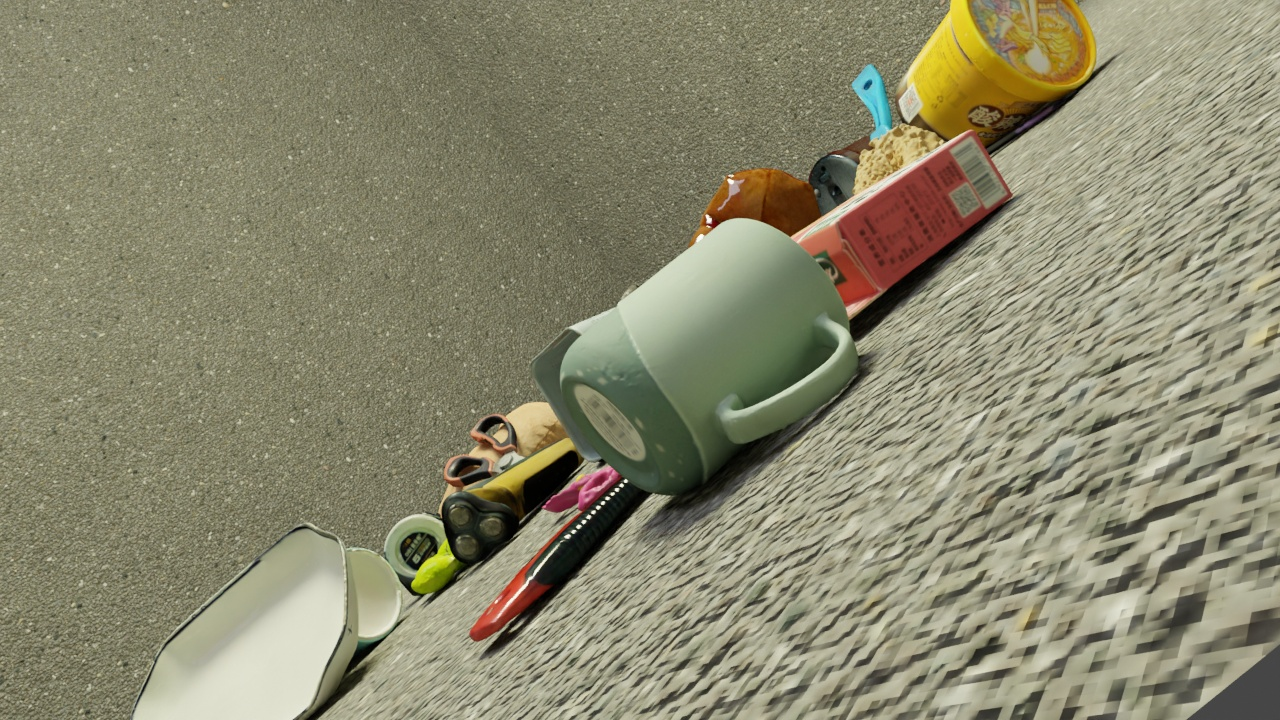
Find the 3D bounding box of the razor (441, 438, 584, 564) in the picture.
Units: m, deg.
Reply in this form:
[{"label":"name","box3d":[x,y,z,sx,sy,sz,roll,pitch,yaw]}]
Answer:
[{"label":"razor","box3d":[-0.100,0.110,0.779,0.068,0.062,0.167,-1,18,31]}]

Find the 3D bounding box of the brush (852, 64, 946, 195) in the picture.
[{"label":"brush","box3d":[0.193,-0.178,0.723,0.083,0.046,0.254,-50,19,32]}]

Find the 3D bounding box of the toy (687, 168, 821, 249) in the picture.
[{"label":"toy","box3d":[0.110,-0.094,0.792,0.199,0.140,0.130,-41,-39,-79]}]

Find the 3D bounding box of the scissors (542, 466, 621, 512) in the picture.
[{"label":"scissors","box3d":[-0.017,0.070,0.593,0.134,0.017,0.134,-34,-1,22]}]

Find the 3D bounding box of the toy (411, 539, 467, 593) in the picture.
[{"label":"toy","box3d":[-0.154,0.162,0.786,0.100,0.031,0.097,-44,4,-20]}]

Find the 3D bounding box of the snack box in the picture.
[{"label":"snack box","box3d":[0.115,-0.061,0.499,0.127,0.044,0.113,-34,4,-22]}]

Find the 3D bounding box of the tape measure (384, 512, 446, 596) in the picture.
[{"label":"tape measure","box3d":[-0.202,0.174,0.848,0.065,0.066,0.034,-39,1,-12]}]

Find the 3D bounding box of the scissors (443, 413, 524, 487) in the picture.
[{"label":"scissors","box3d":[-0.147,0.111,0.924,0.199,0.015,0.204,-29,29,22]}]

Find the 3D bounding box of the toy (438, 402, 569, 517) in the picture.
[{"label":"toy","box3d":[-0.164,0.133,1.023,0.225,0.082,0.143,-44,6,-13]}]

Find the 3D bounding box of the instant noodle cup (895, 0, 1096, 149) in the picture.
[{"label":"instant noodle cup","box3d":[0.274,-0.230,0.732,0.118,0.118,0.115,-40,-5,-30]}]

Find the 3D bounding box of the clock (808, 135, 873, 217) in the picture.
[{"label":"clock","box3d":[0.192,-0.151,0.822,0.055,0.082,0.122,-35,1,-22]}]

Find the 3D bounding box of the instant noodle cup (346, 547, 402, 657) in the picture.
[{"label":"instant noodle cup","box3d":[-0.269,0.213,0.777,0.121,0.111,0.111,-30,6,32]}]

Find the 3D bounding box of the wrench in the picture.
[{"label":"wrench","box3d":[0.010,0.052,0.482,0.272,0.016,0.056,-40,2,-37]}]

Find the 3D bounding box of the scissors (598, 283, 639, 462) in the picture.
[{"label":"scissors","box3d":[-0.033,0.028,0.822,0.227,0.021,0.221,-84,9,-57]}]

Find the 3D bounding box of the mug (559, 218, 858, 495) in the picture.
[{"label":"mug","box3d":[0.034,0.003,0.390,0.106,0.082,0.112,-39,33,-24]}]

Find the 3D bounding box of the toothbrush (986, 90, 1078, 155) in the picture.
[{"label":"toothbrush","box3d":[0.250,-0.151,0.714,0.189,0.017,0.014,-36,3,33]}]

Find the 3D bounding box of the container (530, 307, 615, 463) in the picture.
[{"label":"container","box3d":[-0.004,0.004,0.682,0.111,0.090,0.090,-31,-3,-35]}]

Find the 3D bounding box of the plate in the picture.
[{"label":"plate","box3d":[-0.298,0.238,0.694,0.266,0.034,0.162,-40,43,15]}]
